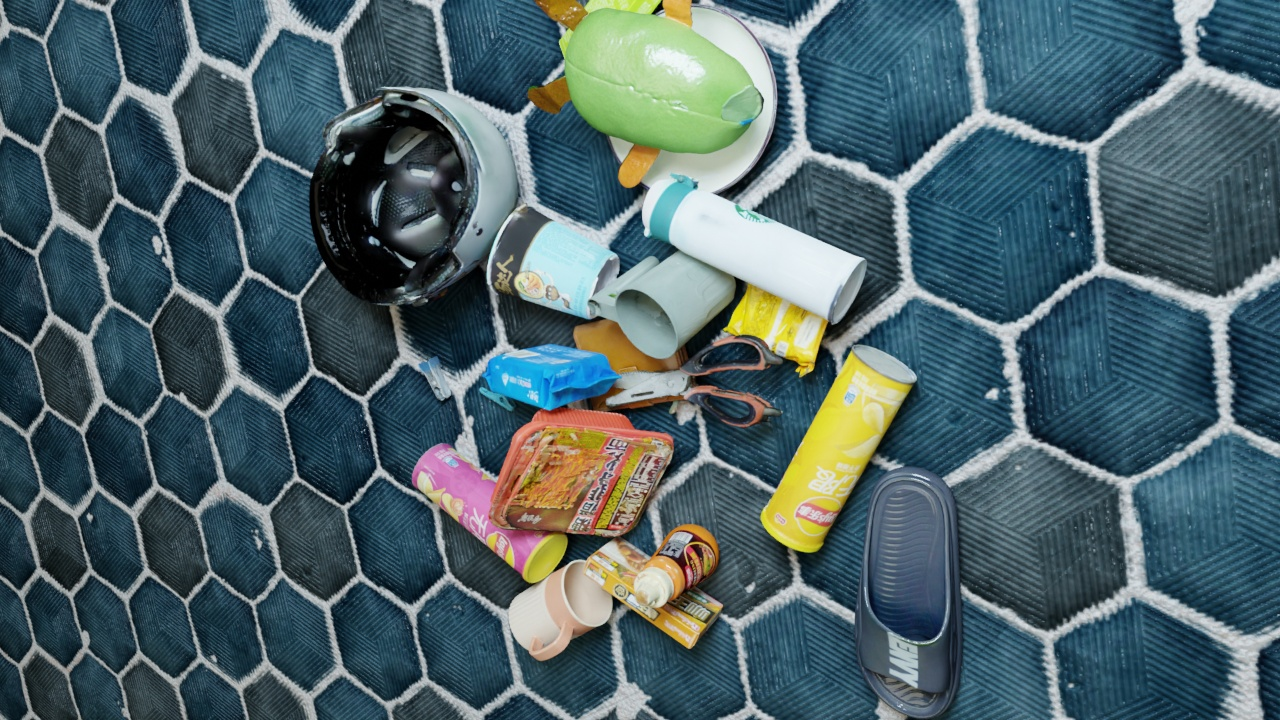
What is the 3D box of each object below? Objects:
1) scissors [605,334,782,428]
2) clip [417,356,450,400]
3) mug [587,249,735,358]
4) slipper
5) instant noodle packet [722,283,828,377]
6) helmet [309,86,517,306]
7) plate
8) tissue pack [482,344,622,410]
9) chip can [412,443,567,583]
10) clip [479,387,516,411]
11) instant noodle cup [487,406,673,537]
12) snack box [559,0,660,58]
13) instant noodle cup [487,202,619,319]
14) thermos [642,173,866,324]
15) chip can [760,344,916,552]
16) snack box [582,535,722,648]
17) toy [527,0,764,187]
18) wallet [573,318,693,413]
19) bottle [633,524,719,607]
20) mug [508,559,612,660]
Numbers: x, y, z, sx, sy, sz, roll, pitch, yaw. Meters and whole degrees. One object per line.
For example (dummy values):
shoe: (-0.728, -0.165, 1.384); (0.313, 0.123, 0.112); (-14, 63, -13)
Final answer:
scissors: (0.053, 0.033, 0.986); (0.206, 0.015, 0.202); (40, 123, 12)
clip: (-0.263, 0.024, 1.183); (0.042, 0.026, 0.058); (-23, 91, 22)
mug: (0.022, -0.069, 0.961); (0.124, 0.103, 0.084); (22, 138, 37)
slipper: (0.264, 0.244, 0.927); (0.111, 0.083, 0.268); (4, 101, 29)
instant noodle packet: (0.152, -0.060, 0.938); (0.111, 0.044, 0.128); (29, 110, 26)
helmet: (-0.242, -0.190, 1.051); (0.275, 0.156, 0.230); (-31, 86, 41)
plate: (0.053, -0.263, 0.946); (0.193, 0.039, 0.192); (6, 104, 26)
tissue pack: (-0.101, 0.019, 1.033); (0.157, 0.094, 0.052); (11, 109, 49)
chip can: (-0.190, 0.186, 1.139); (0.210, 0.071, 0.071); (32, 114, 26)
clip: (-0.176, 0.043, 1.149); (0.054, 0.013, 0.033); (46, 118, 14)
instant noodle cup: (-0.074, 0.121, 1.036); (0.165, 0.188, 0.079); (-64, 31, 32)
snack box: (-0.023, -0.363, 0.946); (0.157, 0.026, 0.085); (-45, 42, 28)
instant noodle cup: (-0.092, -0.104, 1.024); (0.120, 0.111, 0.111); (24, 111, 13)
thermos: (0.104, -0.115, 0.893); (0.224, 0.073, 0.073); (28, 113, 22)
chip can: (0.199, 0.092, 0.932); (0.072, 0.071, 0.214); (32, 113, 18)
snack box: (0.014, 0.266, 1.063); (0.154, 0.075, 0.026); (31, 114, 18)
toy: (0.004, -0.272, 0.890); (0.247, 0.089, 0.228); (24, 130, 10)
wallet: (-0.006, 0.006, 1.044); (0.131, 0.035, 0.119); (-11, 93, 32)
bottle: (0.034, 0.230, 1.003); (0.067, 0.149, 0.067); (6, 104, 26)
mug: (-0.102, 0.313, 1.115); (0.106, 0.114, 0.081); (-35, 112, 31)
